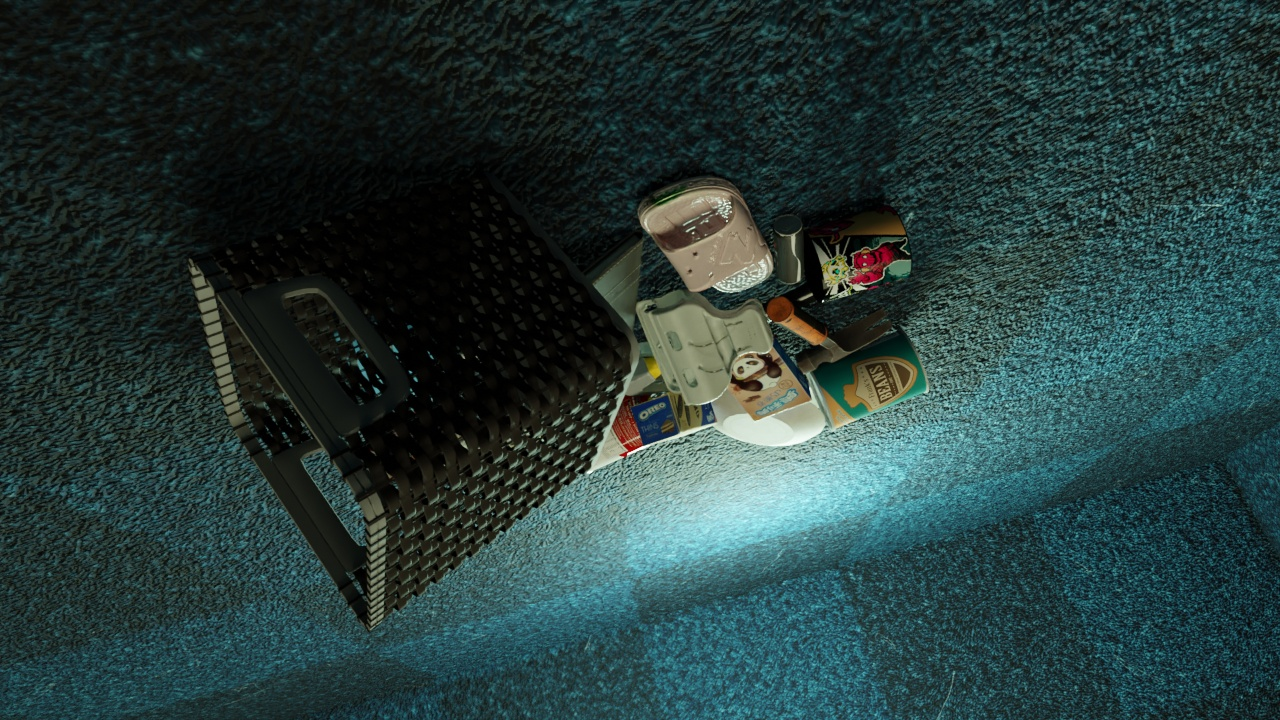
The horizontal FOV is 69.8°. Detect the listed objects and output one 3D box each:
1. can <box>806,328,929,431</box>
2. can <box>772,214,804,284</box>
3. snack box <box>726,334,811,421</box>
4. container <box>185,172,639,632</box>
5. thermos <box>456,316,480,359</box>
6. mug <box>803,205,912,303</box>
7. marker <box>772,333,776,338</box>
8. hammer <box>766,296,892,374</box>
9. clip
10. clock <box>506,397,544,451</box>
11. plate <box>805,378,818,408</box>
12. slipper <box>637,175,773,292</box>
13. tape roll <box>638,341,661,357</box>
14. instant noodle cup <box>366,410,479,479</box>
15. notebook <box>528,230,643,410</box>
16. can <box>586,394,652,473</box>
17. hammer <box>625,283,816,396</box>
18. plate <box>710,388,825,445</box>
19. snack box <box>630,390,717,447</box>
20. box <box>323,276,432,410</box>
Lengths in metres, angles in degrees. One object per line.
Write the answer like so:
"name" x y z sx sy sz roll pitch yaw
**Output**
"can" 0.322 0.028 1.312 0.144 0.099 0.099 -23 155 4
"can" 0.159 -0.119 0.985 0.031 0.031 0.081 -16 144 0
"snack box" 0.156 0.016 1.216 0.087 0.034 0.151 -23 134 22
"container" -0.180 0.022 0.756 0.243 0.247 0.246 -30 159 -31
"thermos" -0.128 -0.002 1.041 0.052 0.052 0.224 -29 152 26
"mug" 0.230 -0.115 1.010 0.098 0.082 0.118 -16 -177 0
"marker" 0.186 -0.003 1.271 0.023 0.021 0.145 1 160 17
"hammer" 0.224 -0.042 1.137 0.138 0.035 0.314 -28 163 18
"clip" 0.071 -0.015 1.019 0.153 0.098 0.126 -8 118 32
"clock" -0.164 0.084 1.195 0.104 0.056 0.148 -21 157 10
"plate" 0.263 0.048 1.418 0.104 0.026 0.104 -14 155 -7
"slipper" 0.081 -0.110 0.934 0.094 0.064 0.239 -25 155 18
"tape roll" -0.007 0.007 1.176 0.094 0.018 0.094 -14 155 -7
"instant noodle cup" -0.256 0.095 1.127 0.101 0.100 0.112 -31 159 29
"notebook" -0.063 -0.029 0.972 0.169 0.029 0.209 -43 160 -21
"can" -0.039 0.093 1.254 0.117 0.086 0.086 -25 154 17
"hammer" 0.110 -0.037 1.116 0.324 0.029 0.127 -25 155 9
"plate" 0.176 0.090 1.355 0.189 0.027 0.189 11 153 5
"snack box" 0.049 0.073 1.236 0.056 0.057 0.206 -21 174 17
"box" -0.264 -0.014 0.961 0.093 0.054 0.232 -30 158 -13
